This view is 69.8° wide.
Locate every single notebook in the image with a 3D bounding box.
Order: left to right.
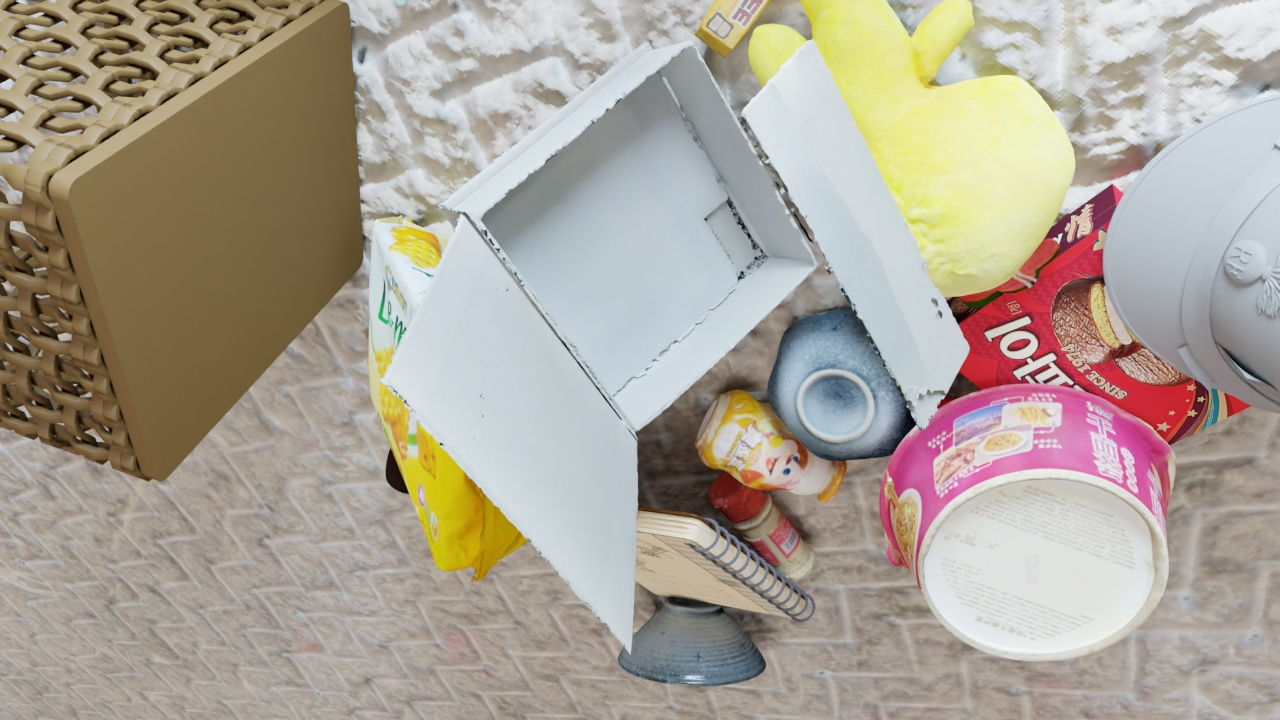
[{"bbox_3d":[0.029,0.162,0.740,0.168,0.024,0.225,2,154,33],"label":"notebook"}]

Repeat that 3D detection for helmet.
[{"bbox_3d":[0.373,-0.025,0.429,0.271,0.117,0.184,12,119,3],"label":"helmet"}]

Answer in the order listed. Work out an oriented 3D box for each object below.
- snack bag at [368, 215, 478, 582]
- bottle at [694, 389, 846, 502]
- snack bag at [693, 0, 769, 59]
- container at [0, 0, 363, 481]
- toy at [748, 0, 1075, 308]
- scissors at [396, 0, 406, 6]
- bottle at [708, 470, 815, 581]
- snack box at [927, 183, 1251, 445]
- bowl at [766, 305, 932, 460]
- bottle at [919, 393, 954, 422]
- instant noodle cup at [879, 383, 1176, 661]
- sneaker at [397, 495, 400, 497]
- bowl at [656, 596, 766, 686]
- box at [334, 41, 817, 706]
[{"bbox_3d":[-0.129,0.018,0.624,0.068,0.247,0.160,-5,124,-28],"label":"snack bag"},{"bbox_3d":[0.097,0.067,0.680,0.109,0.063,0.063,26,133,-2],"label":"bottle"},{"bbox_3d":[0.063,-0.204,0.489,0.026,0.020,0.099,34,133,-10],"label":"snack bag"},{"bbox_3d":[-0.334,-0.109,0.568,0.214,0.250,0.220,18,133,6],"label":"container"},{"bbox_3d":[0.143,-0.112,0.494,0.134,0.092,0.207,-37,90,41],"label":"toy"},{"bbox_3d":[-0.133,-0.272,0.514,0.135,0.015,0.130,-14,122,24],"label":"scissors"},{"bbox_3d":[0.101,0.135,0.751,0.044,0.044,0.109,-22,119,34],"label":"bottle"},{"bbox_3d":[0.281,-0.009,0.560,0.152,0.035,0.133,37,132,-12],"label":"snack box"},{"bbox_3d":[0.133,0.022,0.606,0.110,0.055,0.110,6,106,21],"label":"bowl"},{"bbox_3d":[0.192,0.041,0.638,0.119,0.036,0.036,-2,128,23],"label":"bottle"},{"bbox_3d":[0.241,0.110,0.570,0.179,0.077,0.179,5,117,10],"label":"instant noodle cup"},{"bbox_3d":[-0.077,0.063,0.732,0.116,0.111,0.295,30,136,-35],"label":"sneaker"},{"bbox_3d":[0.048,0.251,0.848,0.137,0.137,0.057,1,89,21],"label":"bowl"},{"bbox_3d":[-0.010,-0.021,0.456,0.165,0.329,0.167,-25,118,22],"label":"box"}]
